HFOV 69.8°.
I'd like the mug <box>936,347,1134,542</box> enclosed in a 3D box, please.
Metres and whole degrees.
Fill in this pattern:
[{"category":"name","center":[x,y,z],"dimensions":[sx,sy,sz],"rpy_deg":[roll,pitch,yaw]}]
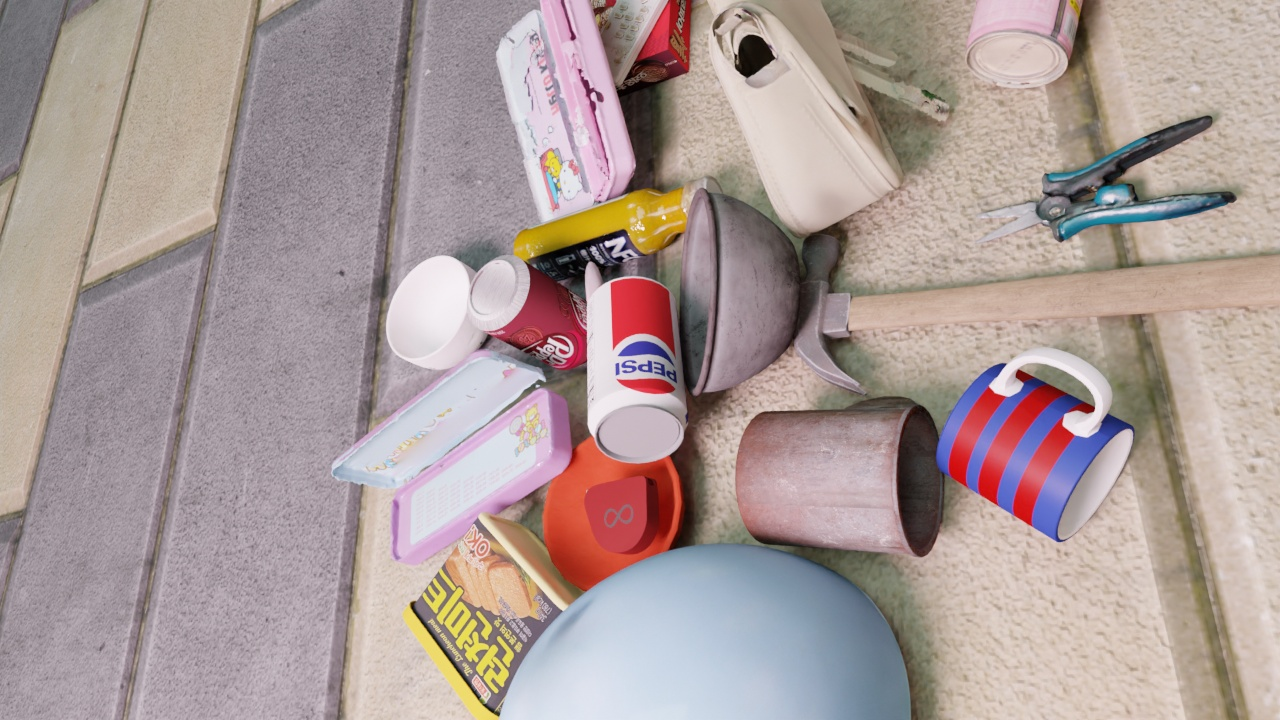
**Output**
[{"category":"mug","center":[0.220,0.037,0.509],"dimensions":[0.074,0.112,0.076],"rpy_deg":[-34,47,-25]}]

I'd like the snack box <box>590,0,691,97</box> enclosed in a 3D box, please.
[{"category":"snack box","center":[-0.019,-0.323,0.864],"dimensions":[0.133,0.035,0.151],"rpy_deg":[-10,66,31]}]

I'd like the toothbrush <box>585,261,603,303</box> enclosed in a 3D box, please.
[{"category":"toothbrush","center":[-0.028,-0.017,0.744],"dimensions":[0.016,0.021,0.135],"rpy_deg":[-23,73,31]}]

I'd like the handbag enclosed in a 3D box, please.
[{"category":"handbag","center":[0.117,-0.223,0.650],"dimensions":[0.132,0.184,0.228],"rpy_deg":[-28,40,19]}]

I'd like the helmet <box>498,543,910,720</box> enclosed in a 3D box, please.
[{"category":"helmet","center":[0.025,0.217,0.539],"dimensions":[0.265,0.167,0.225],"rpy_deg":[-45,43,0]}]

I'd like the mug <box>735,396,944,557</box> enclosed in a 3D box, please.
[{"category":"mug","center":[0.131,0.064,0.582],"dimensions":[0.110,0.096,0.122],"rpy_deg":[1,36,31]}]

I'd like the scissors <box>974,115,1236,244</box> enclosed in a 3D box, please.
[{"category":"scissors","center":[0.292,-0.106,0.573],"dimensions":[0.150,0.019,0.120],"rpy_deg":[29,90,40]}]

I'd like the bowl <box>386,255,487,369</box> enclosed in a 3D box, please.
[{"category":"bowl","center":[-0.180,-0.040,0.850],"dimensions":[0.105,0.054,0.104],"rpy_deg":[-15,61,30]}]

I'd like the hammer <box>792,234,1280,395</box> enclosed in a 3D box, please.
[{"category":"hammer","center":[0.250,-0.038,0.572],"dimensions":[0.332,0.030,0.119],"rpy_deg":[-3,64,29]}]

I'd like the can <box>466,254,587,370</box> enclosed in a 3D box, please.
[{"category":"can","center":[-0.083,-0.036,0.742],"dimensions":[0.063,0.114,0.063],"rpy_deg":[-13,64,30]}]

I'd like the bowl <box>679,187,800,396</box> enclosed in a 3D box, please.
[{"category":"bowl","center":[0.070,-0.046,0.646],"dimensions":[0.067,0.145,0.144],"rpy_deg":[1,67,-5]}]

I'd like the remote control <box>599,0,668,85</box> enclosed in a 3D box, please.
[{"category":"remote control","center":[-0.005,-0.310,0.816],"dimensions":[0.050,0.011,0.136],"rpy_deg":[28,89,39]}]

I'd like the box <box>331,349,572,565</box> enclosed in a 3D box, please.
[{"category":"box","center":[-0.161,0.080,0.742],"dimensions":[0.215,0.092,0.089],"rpy_deg":[-34,46,30]}]

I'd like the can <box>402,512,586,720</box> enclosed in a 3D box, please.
[{"category":"can","center":[-0.100,0.193,0.691],"dimensions":[0.131,0.072,0.101],"rpy_deg":[37,91,38]}]

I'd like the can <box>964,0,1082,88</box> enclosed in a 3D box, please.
[{"category":"can","center":[0.259,-0.234,0.616],"dimensions":[0.067,0.067,0.076],"rpy_deg":[9,77,36]}]

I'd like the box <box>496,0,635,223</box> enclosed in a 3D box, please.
[{"category":"box","center":[-0.063,-0.227,0.807],"dimensions":[0.156,0.058,0.201],"rpy_deg":[-31,72,61]}]

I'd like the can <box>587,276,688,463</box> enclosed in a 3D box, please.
[{"category":"can","center":[-0.004,0.004,0.672],"dimensions":[0.070,0.070,0.131],"rpy_deg":[-27,42,23]}]

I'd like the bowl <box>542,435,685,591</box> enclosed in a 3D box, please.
[{"category":"bowl","center":[-0.014,0.114,0.685],"dimensions":[0.122,0.035,0.121],"rpy_deg":[-14,64,30]}]

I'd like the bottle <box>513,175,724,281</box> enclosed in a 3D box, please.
[{"category":"bottle","center":[-0.018,-0.108,0.767],"dimensions":[0.187,0.053,0.053],"rpy_deg":[-13,65,30]}]

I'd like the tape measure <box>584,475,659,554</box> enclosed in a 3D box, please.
[{"category":"tape measure","center":[-0.013,0.111,0.649],"dimensions":[0.059,0.019,0.051],"rpy_deg":[-17,65,36]}]
